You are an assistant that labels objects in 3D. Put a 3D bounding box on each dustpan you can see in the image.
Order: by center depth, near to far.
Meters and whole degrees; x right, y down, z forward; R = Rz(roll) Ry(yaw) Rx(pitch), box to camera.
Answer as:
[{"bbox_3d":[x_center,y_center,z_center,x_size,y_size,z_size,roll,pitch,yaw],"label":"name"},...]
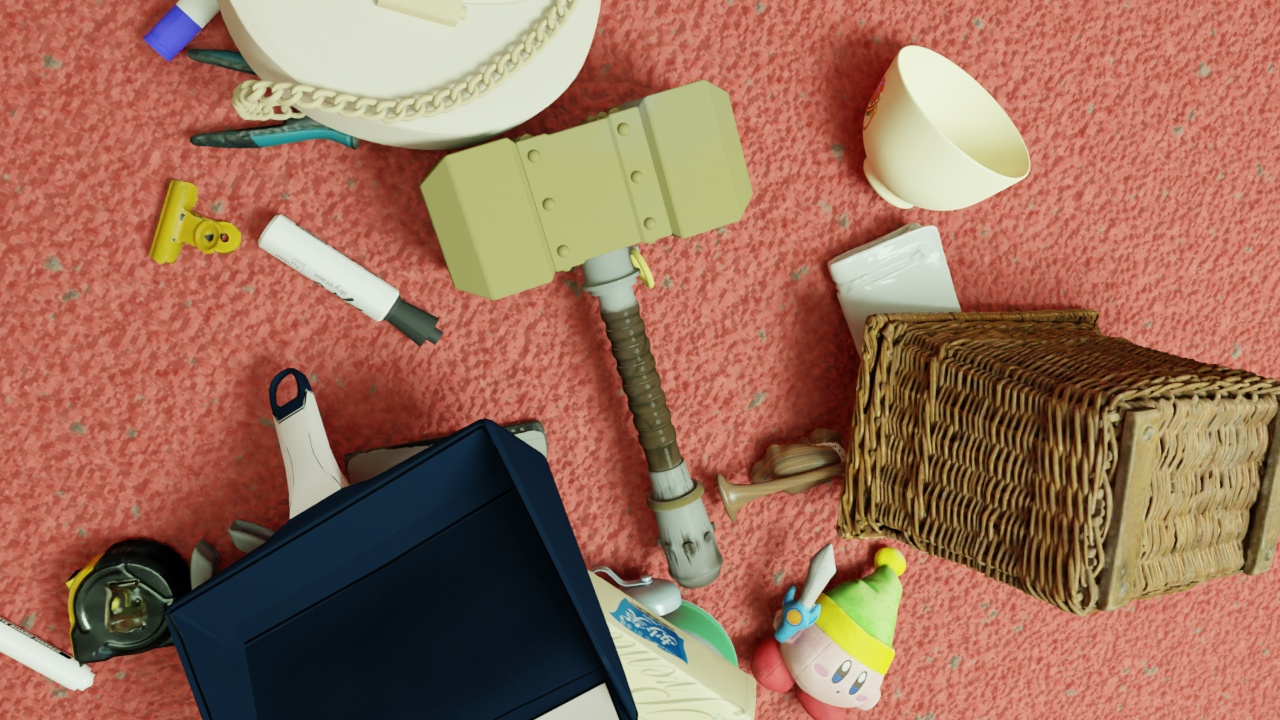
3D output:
[{"bbox_3d":[-0.162,0.126,0.532,0.236,0.273,0.080,-31,146,9],"label":"dustpan"}]

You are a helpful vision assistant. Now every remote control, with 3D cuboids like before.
[{"bbox_3d":[-0.132,0.068,0.632,0.136,0.013,0.033,-9,101,-10],"label":"remote control"}]

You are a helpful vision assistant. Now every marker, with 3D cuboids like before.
[{"bbox_3d":[-0.238,-0.235,0.546,0.020,0.020,0.141,44,87,-17],"label":"marker"},{"bbox_3d":[-0.409,0.173,0.581,0.133,0.020,0.017,39,93,-17],"label":"marker"},{"bbox_3d":[-0.183,-0.049,0.591,0.126,0.025,0.025,34,91,-17],"label":"marker"}]

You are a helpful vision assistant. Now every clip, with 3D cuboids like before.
[{"bbox_3d":[-0.274,-0.080,0.570,0.046,0.035,0.053,20,94,2],"label":"clip"},{"bbox_3d":[-0.225,0.173,0.622,0.108,0.028,0.163,-28,106,-6],"label":"clip"}]

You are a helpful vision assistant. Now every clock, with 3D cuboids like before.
[{"bbox_3d":[0.000,0.220,0.662,0.122,0.075,0.161,-33,95,6],"label":"clock"}]

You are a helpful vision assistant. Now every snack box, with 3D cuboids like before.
[{"bbox_3d":[-0.043,0.259,0.605,0.153,0.055,0.207,33,101,1],"label":"snack box"}]

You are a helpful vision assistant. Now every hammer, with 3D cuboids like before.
[{"bbox_3d":[-0.004,0.004,0.606,0.190,0.100,0.325,-19,105,-9],"label":"hammer"}]

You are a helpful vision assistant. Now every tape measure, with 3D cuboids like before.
[{"bbox_3d":[-0.326,0.153,0.587,0.071,0.042,0.072,-7,99,-9],"label":"tape measure"}]

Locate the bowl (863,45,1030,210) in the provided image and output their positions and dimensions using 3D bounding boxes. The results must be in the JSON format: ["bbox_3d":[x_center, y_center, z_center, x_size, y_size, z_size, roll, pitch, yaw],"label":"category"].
[{"bbox_3d":[0.196,-0.146,0.633,0.118,0.117,0.074,28,135,-17],"label":"bowl"}]

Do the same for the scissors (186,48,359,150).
[{"bbox_3d":[-0.210,-0.159,0.568,0.149,0.019,0.122,40,89,-19],"label":"scissors"}]

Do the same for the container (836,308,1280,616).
[{"bbox_3d":[0.291,0.061,0.612,0.249,0.183,0.162,-3,104,-31],"label":"container"}]

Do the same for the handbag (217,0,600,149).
[{"bbox_3d":[-0.132,-0.230,0.529,0.210,0.103,0.208,7,91,-25],"label":"handbag"}]

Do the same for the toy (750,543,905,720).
[{"bbox_3d":[0.149,0.202,0.701,0.124,0.096,0.132,39,108,-11],"label":"toy"}]

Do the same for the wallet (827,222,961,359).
[{"bbox_3d":[0.192,-0.039,0.682,0.086,0.032,0.116,-20,108,0],"label":"wallet"}]

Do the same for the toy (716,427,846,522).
[{"bbox_3d":[0.109,0.081,0.673,0.102,0.054,0.041,-17,109,13],"label":"toy"}]
